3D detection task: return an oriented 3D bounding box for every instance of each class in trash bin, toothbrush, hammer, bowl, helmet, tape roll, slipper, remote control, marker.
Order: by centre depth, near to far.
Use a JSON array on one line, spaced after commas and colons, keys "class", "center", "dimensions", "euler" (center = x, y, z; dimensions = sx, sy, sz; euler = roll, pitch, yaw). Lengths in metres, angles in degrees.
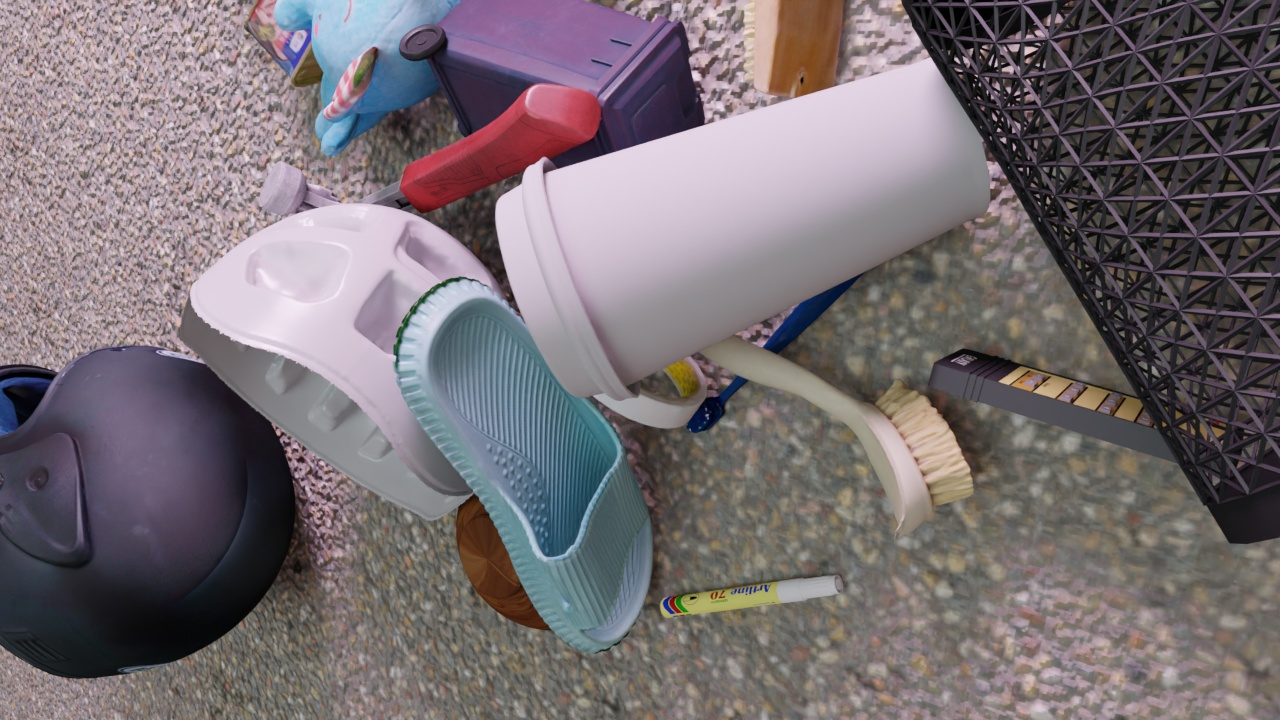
[{"class": "trash bin", "center": [0.231, -0.097, 0.327], "dimensions": [0.218, 0.216, 0.243], "euler": [-43, 67, 32]}, {"class": "remote control", "center": [0.212, 0.022, 0.442], "dimensions": [0.133, 0.058, 0.013], "euler": [19, 109, 30]}, {"class": "toothbrush", "center": [0.087, -0.017, 0.547], "dimensions": [0.016, 0.017, 0.190], "euler": [49, 122, 12]}, {"class": "slipper", "center": [-0.047, 0.069, 0.549], "dimensions": [0.070, 0.115, 0.276], "euler": [-1, 131, 39]}, {"class": "trash bin", "center": [-0.050, -0.163, 0.558], "dimensions": [0.161, 0.092, 0.094], "euler": [26, 156, 30]}, {"class": "tape roll", "center": [-0.003, 0.003, 0.566], "dimensions": [0.094, 0.093, 0.019], "euler": [44, 118, 21]}, {"class": "hammer", "center": [-0.127, -0.114, 0.582], "dimensions": [0.316, 0.126, 0.036], "euler": [-6, 67, 50]}, {"class": "marker", "center": [0.069, 0.152, 0.592], "dimensions": [0.133, 0.014, 0.014], "euler": [-19, 87, 36]}, {"class": "helmet", "center": [-0.197, 0.013, 0.637], "dimensions": [0.224, 0.183, 0.283], "euler": [40, 138, -4]}, {"class": "bowl", "center": [-0.087, 0.133, 0.663], "dimensions": [0.147, 0.068, 0.147], "euler": [7, 102, 34]}, {"class": "helmet", "center": [-0.443, 0.103, 0.805], "dimensions": [0.236, 0.249, 0.316], "euler": [-36, 73, 5]}]

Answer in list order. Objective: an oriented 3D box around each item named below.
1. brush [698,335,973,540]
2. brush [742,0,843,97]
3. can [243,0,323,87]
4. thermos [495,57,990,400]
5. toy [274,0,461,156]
[{"class": "brush", "center": [0.064, 0.005, 0.527], "dimensions": [0.272, 0.077, 0.062], "euler": [32, 154, 23]}, {"class": "brush", "center": [0.081, -0.202, 0.500], "dimensions": [0.039, 0.049, 0.117], "euler": [18, 111, 55]}, {"class": "can", "center": [-0.253, -0.268, 0.705], "dimensions": [0.059, 0.053, 0.100], "euler": [48, 125, -3]}, {"class": "thermos", "center": [0.051, -0.070, 0.465], "dimensions": [0.222, 0.131, 0.131], "euler": [-20, 86, 8]}, {"class": "toy", "center": [-0.191, -0.219, 0.632], "dimensions": [0.181, 0.115, 0.183], "euler": [-20, 44, 47]}]
